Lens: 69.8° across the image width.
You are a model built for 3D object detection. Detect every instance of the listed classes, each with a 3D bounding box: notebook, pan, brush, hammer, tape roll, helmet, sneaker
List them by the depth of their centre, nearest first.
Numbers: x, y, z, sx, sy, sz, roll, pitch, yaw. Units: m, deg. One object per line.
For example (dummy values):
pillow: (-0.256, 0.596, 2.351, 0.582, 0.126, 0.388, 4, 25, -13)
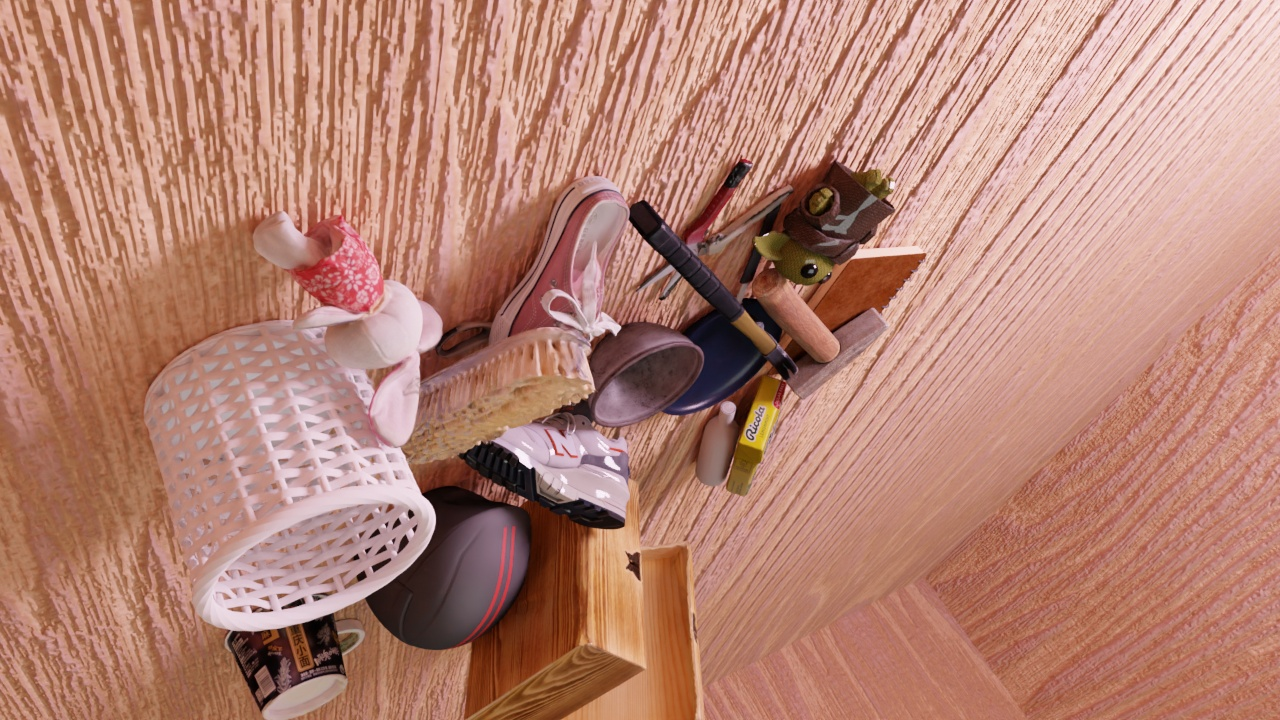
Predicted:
sneaker: (-0.067, -0.053, 0.859, 0.118, 0.088, 0.242, -6, 138, -40)
brush: (-0.152, 0.037, 0.868, 0.272, 0.056, 0.083, -23, 149, 35)
hammer: (0.085, -0.066, 0.969, 0.025, 0.118, 0.333, -41, 144, 9)
sneaker: (-0.104, 0.095, 1.065, 0.239, 0.124, 0.089, 35, 144, -23)
helmet: (-0.232, 0.257, 1.111, 0.164, 0.170, 0.265, 8, 132, -51)
pan: (0.112, -0.057, 1.118, 0.198, 0.021, 0.357, -18, 145, -28)
hammer: (0.214, -0.049, 1.172, 0.158, 0.037, 0.300, -40, 149, 11)
notebook: (0.282, -0.069, 1.269, 0.167, 0.024, 0.226, -8, 144, -36)
tape roll: (-0.435, 0.395, 1.285, 0.093, 0.018, 0.094, -25, 151, -15)

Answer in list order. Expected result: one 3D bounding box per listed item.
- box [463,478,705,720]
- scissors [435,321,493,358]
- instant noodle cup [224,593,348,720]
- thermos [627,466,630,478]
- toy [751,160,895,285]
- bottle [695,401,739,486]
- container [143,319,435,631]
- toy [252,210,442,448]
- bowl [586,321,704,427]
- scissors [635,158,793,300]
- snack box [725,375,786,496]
box: (-0.064, 0.345, 1.198, 0.263, 0.278, 0.270, 34, 123, -31)
scissors: (-0.133, -0.028, 0.926, 0.157, 0.012, 0.169, -11, 142, -38)
instant noodle cup: (-0.438, 0.378, 1.155, 0.137, 0.112, 0.137, -24, 150, -15)
thermos: (-0.043, 0.214, 1.348, 0.061, 0.061, 0.232, -25, 151, -14)
toy: (0.209, -0.147, 1.004, 0.179, 0.078, 0.153, 10, 126, -52)
bottle: (0.118, 0.122, 1.373, 0.052, 0.052, 0.196, -23, 150, -18)
container: (-0.295, 0.095, 0.769, 0.189, 0.186, 0.190, -25, 151, -15)
toy: (-0.220, -0.038, 0.720, 0.084, 0.158, 0.194, -15, 138, 19)
bowl: (-0.006, 0.006, 1.048, 0.144, 0.067, 0.145, -25, 151, -15)
scissors: (0.081, -0.139, 0.964, 0.179, 0.015, 0.195, -21, 151, -21)
snack box: (0.173, 0.120, 1.372, 0.181, 0.045, 0.121, 93, 19, -58)
